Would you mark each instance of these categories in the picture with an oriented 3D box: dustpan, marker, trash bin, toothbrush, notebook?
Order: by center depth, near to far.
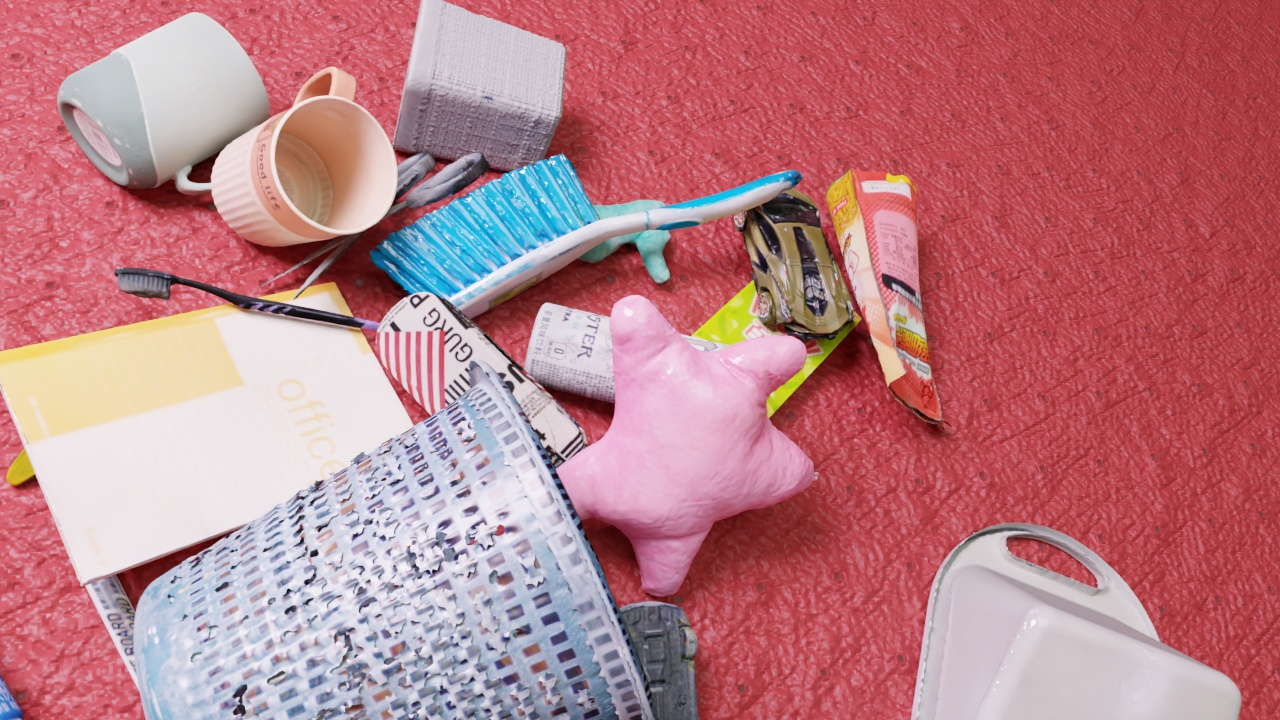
[{"bbox_3d":[-0.125,0.138,0.463,0.195,0.227,0.226,-23,73,-14],"label":"trash bin"},{"bbox_3d":[-0.274,0.158,0.499,0.016,0.017,0.145,-28,75,-29],"label":"marker"},{"bbox_3d":[-0.248,0.031,0.551,0.205,0.010,0.146,-19,71,-41],"label":"notebook"},{"bbox_3d":[-0.233,-0.032,0.590,0.188,0.014,0.016,12,60,-27],"label":"toothbrush"},{"bbox_3d":[0.290,0.254,0.653,0.222,0.143,0.257,22,88,-7],"label":"dustpan"}]

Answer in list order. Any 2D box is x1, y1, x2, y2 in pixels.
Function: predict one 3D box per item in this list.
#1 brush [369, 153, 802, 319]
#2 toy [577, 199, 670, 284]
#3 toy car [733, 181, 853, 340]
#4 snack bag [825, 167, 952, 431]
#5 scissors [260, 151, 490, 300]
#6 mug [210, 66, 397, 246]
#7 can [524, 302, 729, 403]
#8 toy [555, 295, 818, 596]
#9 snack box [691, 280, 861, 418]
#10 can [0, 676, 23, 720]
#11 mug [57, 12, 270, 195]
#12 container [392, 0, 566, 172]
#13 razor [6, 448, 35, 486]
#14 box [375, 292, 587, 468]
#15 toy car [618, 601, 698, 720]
[{"bbox_3d":[-0.032,-0.106,0.673,0.314,0.061,0.109,-31,84,-15],"label":"brush"},{"bbox_3d":[-0.015,-0.099,0.718,0.091,0.030,0.096,-14,72,-21],"label":"toy"},{"bbox_3d":[0.118,-0.083,0.720,0.070,0.042,0.158,-2,59,-20],"label":"toy car"},{"bbox_3d":[0.204,-0.053,0.738,0.128,0.073,0.207,37,42,-49],"label":"snack bag"},{"bbox_3d":[-0.180,-0.101,0.637,0.159,0.014,0.177,-18,35,15],"label":"scissors"},{"bbox_3d":[-0.218,-0.133,0.598,0.081,0.106,0.114,18,77,-43],"label":"mug"},{"bbox_3d":[-0.004,0.004,0.635,0.147,0.058,0.058,13,59,1],"label":"can"},{"bbox_3d":[0.033,0.064,0.581,0.178,0.195,0.074,17,16,-17],"label":"toy"},{"bbox_3d":[0.098,-0.015,0.715,0.086,0.026,0.156,45,58,6],"label":"snack box"},{"bbox_3d":[-0.363,0.142,0.454,0.053,0.053,0.134,-33,78,-30],"label":"can"},{"bbox_3d":[-0.312,-0.161,0.620,0.112,0.082,0.106,54,56,-17],"label":"mug"},{"bbox_3d":[-0.122,-0.205,0.702,0.114,0.090,0.090,11,61,-18],"label":"container"},{"bbox_3d":[-0.315,0.028,0.549,0.043,0.028,0.132,46,60,3],"label":"razor"},{"bbox_3d":[-0.105,0.023,0.599,0.164,0.070,0.055,41,23,1],"label":"box"},{"bbox_3d":[0.007,0.209,0.561,0.054,0.037,0.120,1,73,-20],"label":"toy car"}]
